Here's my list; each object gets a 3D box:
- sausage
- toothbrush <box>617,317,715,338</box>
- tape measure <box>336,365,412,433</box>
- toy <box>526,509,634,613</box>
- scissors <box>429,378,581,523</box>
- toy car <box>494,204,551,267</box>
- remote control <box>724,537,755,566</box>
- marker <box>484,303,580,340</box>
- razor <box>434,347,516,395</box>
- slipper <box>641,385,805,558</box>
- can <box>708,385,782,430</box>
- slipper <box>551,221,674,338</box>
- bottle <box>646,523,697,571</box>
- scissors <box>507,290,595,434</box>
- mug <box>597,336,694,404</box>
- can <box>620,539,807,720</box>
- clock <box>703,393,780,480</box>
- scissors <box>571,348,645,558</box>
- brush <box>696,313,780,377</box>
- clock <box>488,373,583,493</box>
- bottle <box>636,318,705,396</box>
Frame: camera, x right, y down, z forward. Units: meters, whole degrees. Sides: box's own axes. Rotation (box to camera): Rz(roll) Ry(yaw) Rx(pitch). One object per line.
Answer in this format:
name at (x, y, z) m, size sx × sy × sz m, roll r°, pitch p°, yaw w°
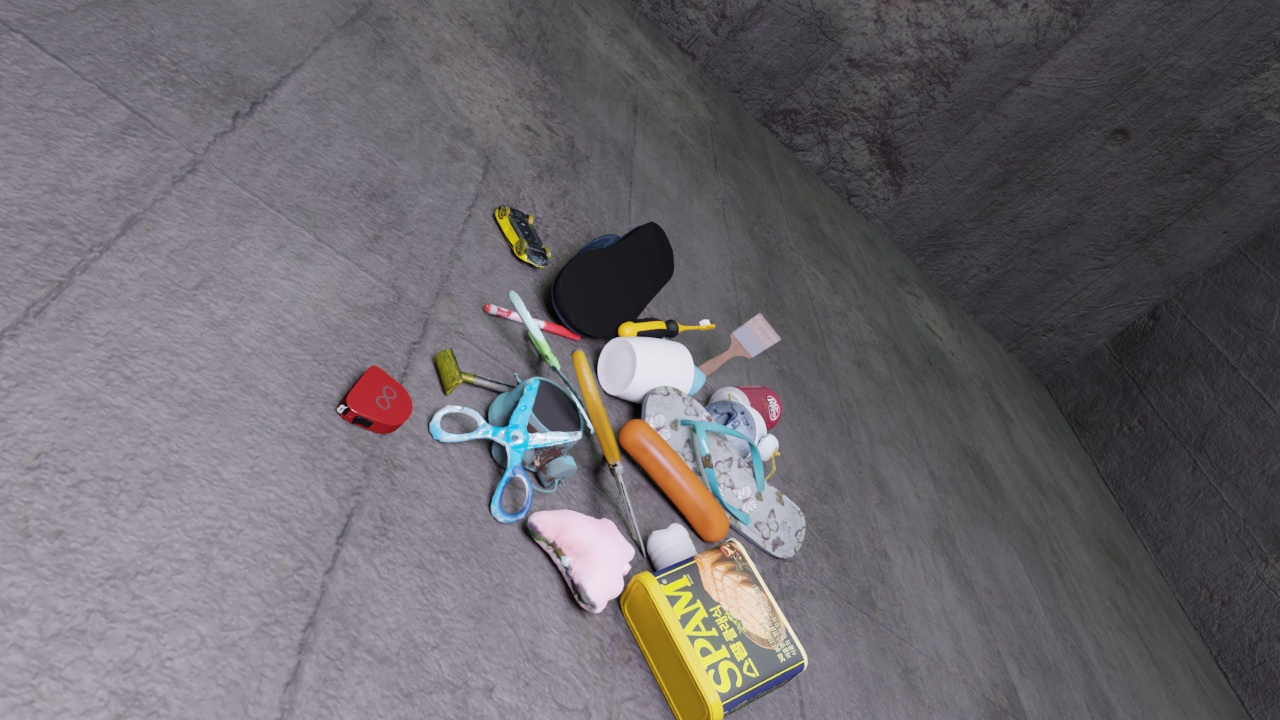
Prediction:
sausage at (0.038, 0.130, 0.988) m, size 0.039 × 0.045 × 0.164 m, roll -43°, pitch 95°, yaw -24°
toothbrush at (0.038, -0.040, 1.168) m, size 0.196 × 0.031 × 0.031 m, roll -5°, pitch 69°, yaw -51°
tape measure at (-0.219, 0.038, 0.762) m, size 0.051 × 0.019 × 0.058 m, roll 42°, pitch 32°, yaw -15°
toy at (-0.046, 0.166, 0.806) m, size 0.102 × 0.050 × 0.093 m, roll 51°, pitch 28°, yaw 17°
scissors at (-0.117, 0.080, 0.808) m, size 0.134 × 0.011 × 0.140 m, roll -1°, pitch 70°, yaw -16°
toy car at (-0.147, -0.153, 1.141) m, size 0.049 × 0.030 × 0.107 m, roll 16°, pitch 37°, yaw -50°
remote control at (0.082, 0.225, 0.969) m, size 0.045 × 0.008 × 0.146 m, roll 53°, pitch 26°, yaw 13°
marker at (-0.121, -0.044, 1.043) m, size 0.142 × 0.013 × 0.012 m, roll 17°, pitch 38°, yaw -47°
razor at (-0.151, 0.021, 0.891) m, size 0.105 × 0.026 × 0.042 m, roll 22°, pitch 33°, yaw -50°
slipper at (0.102, 0.135, 1.047) m, size 0.269 × 0.055 × 0.098 m, roll 46°, pitch 60°, yaw -17°
can at (0.142, 0.066, 1.232) m, size 0.114 × 0.063 × 0.063 m, roll 1°, pitch 51°, yaw -57°
slipper at (-0.048, -0.098, 1.168) m, size 0.264 × 0.084 × 0.109 m, roll -44°, pitch 115°, yaw -53°
bottle at (0.049, 0.224, 0.876) m, size 0.044 × 0.044 × 0.136 m, roll 14°, pitch 42°, yaw -50°
scissors at (-0.094, -0.001, 0.944) m, size 0.171 × 0.024 × 0.166 m, roll 45°, pitch -21°, yaw 52°
mug at (-0.006, 0.006, 1.089) m, size 0.087 × 0.081 × 0.114 m, roll 10°, pitch 12°, yaw -44°
can at (0.063, 0.236, 0.795) m, size 0.104 × 0.075 × 0.135 m, roll -16°, pitch 62°, yaw -28°
clock at (0.119, 0.101, 1.126) m, size 0.117 × 0.083 × 0.057 m, roll 57°, pitch 21°, yaw 22°
scissors at (-0.032, 0.081, 0.890) m, size 0.225 × 0.016 × 0.230 m, roll -111°, pitch -176°, yaw -59°
brush at (0.112, -0.007, 1.198) m, size 0.045 × 0.143 × 0.008 m, roll 50°, pitch 25°, yaw -14°
clock at (-0.097, 0.070, 0.865) m, size 0.090 × 0.053 × 0.124 m, roll 29°, pitch 33°, yaw -33°
bottle at (0.026, -0.007, 1.186) m, size 0.130 × 0.040 × 0.040 m, roll 42°, pitch 26°, yaw -11°
